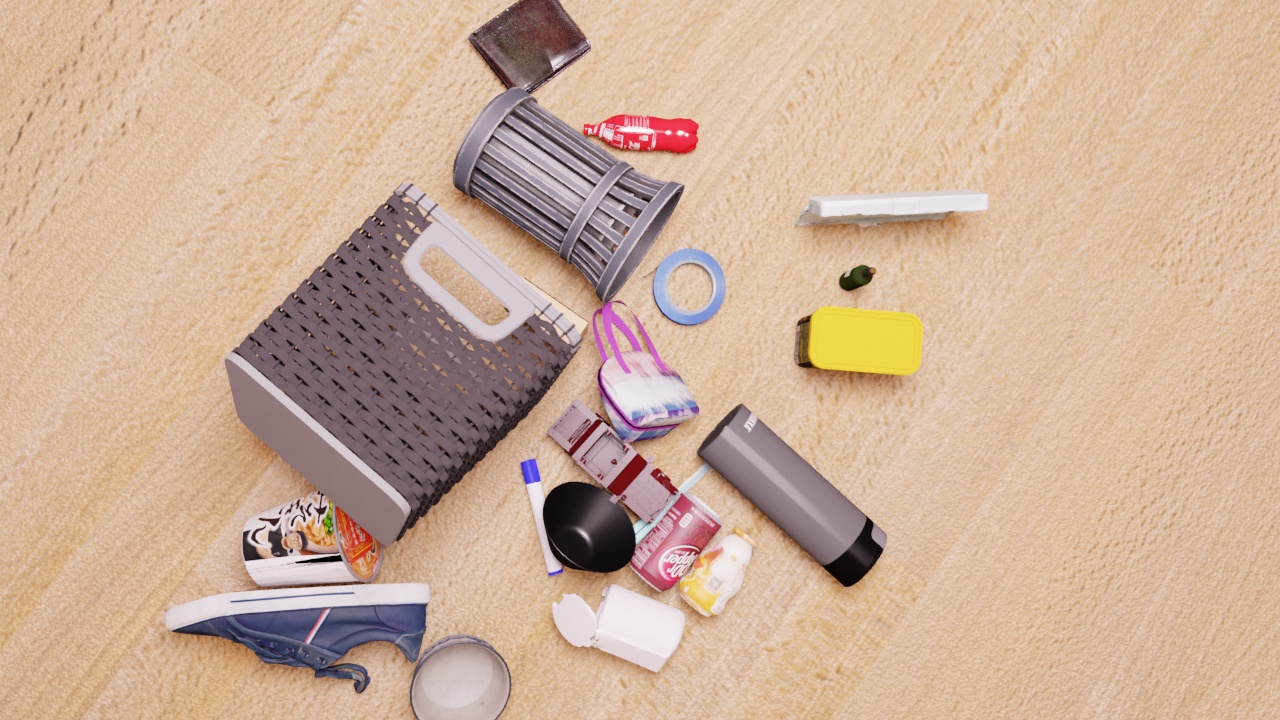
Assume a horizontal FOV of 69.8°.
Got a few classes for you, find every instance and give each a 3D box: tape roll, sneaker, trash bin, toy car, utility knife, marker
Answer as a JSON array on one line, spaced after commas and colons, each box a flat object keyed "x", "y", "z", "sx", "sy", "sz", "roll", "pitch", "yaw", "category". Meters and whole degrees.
[{"x": 0.060, "y": -0.091, "z": 1.140, "sx": 0.091, "sy": 0.016, "sz": 0.093, "roll": -35, "pitch": 90, "yaw": -4, "category": "tape roll"}, {"x": -0.393, "y": 0.323, "z": 1.058, "sx": 0.294, "sy": 0.121, "sz": 0.127, "roll": 1, "pitch": 75, "yaw": -6, "category": "sneaker"}, {"x": -0.089, "y": -0.198, "z": 1.068, "sx": 0.227, "sy": 0.164, "sz": 0.164, "roll": 35, "pitch": 86, "yaw": 2, "category": "trash bin"}, {"x": -0.033, "y": 0.121, "z": 1.101, "sx": 0.170, "sy": 0.062, "sz": 0.070, "roll": 42, "pitch": 86, "yaw": 4, "category": "toy car"}, {"x": 0.026, "y": 0.183, "z": 1.133, "sx": 0.168, "sy": 0.015, "sz": 0.022, "roll": -43, "pitch": 92, "yaw": -7, "category": "utility knife"}, {"x": -0.120, "y": 0.190, "z": 1.119, "sx": 0.020, "sy": 0.020, "sz": 0.141, "roll": -14, "pitch": 89, "yaw": -4, "category": "marker"}]

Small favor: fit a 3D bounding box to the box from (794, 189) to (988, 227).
[{"x": 0.295, "y": -0.184, "z": 1.097, "sx": 0.197, "sy": 0.136, "sz": 0.043, "roll": -2, "pitch": 94, "yaw": -4, "category": "box"}]

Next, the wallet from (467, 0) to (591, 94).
[{"x": -0.136, "y": -0.393, "z": 1.136, "sx": 0.120, "sy": 0.031, "sz": 0.099, "roll": -38, "pitch": 93, "yaw": -6, "category": "wallet"}]

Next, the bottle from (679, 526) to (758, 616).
[{"x": 0.097, "y": 0.253, "z": 1.107, "sx": 0.063, "sy": 0.063, "sz": 0.109, "roll": 38, "pitch": 87, "yaw": -1, "category": "bottle"}]

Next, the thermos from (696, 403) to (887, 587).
[{"x": 0.184, "y": 0.162, "z": 1.106, "sx": 0.240, "sy": 0.082, "sz": 0.082, "roll": 42, "pitch": 86, "yaw": -1, "category": "thermos"}]

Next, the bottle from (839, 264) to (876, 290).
[{"x": 0.265, "y": -0.102, "z": 1.108, "sx": 0.025, "sy": 0.106, "sz": 0.025, "roll": 0, "pitch": 88, "yaw": -4, "category": "bottle"}]

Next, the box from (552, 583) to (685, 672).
[{"x": -0.031, "y": 0.310, "z": 1.086, "sx": 0.161, "sy": 0.081, "sz": 0.091, "roll": 23, "pitch": 45, "yaw": 0, "category": "box"}]

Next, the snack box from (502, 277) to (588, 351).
[{"x": -0.109, "y": -0.049, "z": 1.074, "sx": 0.088, "sy": 0.126, "sz": 0.040, "roll": 35, "pitch": 86, "yaw": -2, "category": "snack box"}]

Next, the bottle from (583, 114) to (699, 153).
[{"x": 0.000, "y": -0.281, "z": 1.131, "sx": 0.141, "sy": 0.042, "sz": 0.042, "roll": 3, "pitch": 88, "yaw": -3, "category": "bottle"}]

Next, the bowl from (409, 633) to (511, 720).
[{"x": -0.214, "y": 0.375, "z": 1.080, "sx": 0.115, "sy": 0.059, "sz": 0.115, "roll": -2, "pitch": 96, "yaw": -17, "category": "bowl"}]

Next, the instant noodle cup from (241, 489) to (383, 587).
[{"x": -0.381, "y": 0.207, "z": 1.061, "sx": 0.122, "sy": 0.123, "sz": 0.123, "roll": -14, "pitch": 89, "yaw": 5, "category": "instant noodle cup"}]

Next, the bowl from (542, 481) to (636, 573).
[{"x": -0.072, "y": 0.210, "z": 1.092, "sx": 0.124, "sy": 0.123, "sz": 0.053, "roll": 37, "pitch": 126, "yaw": -1, "category": "bowl"}]

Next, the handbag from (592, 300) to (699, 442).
[{"x": -0.007, "y": 0.006, "z": 1.096, "sx": 0.068, "sy": 0.144, "sz": 0.170, "roll": -37, "pitch": 68, "yaw": 36, "category": "handbag"}]

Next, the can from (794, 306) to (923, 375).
[{"x": 0.258, "y": -0.021, "z": 1.107, "sx": 0.131, "sy": 0.101, "sz": 0.072, "roll": 5, "pitch": 87, "yaw": -3, "category": "can"}]

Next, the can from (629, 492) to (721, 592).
[{"x": 0.042, "y": 0.218, "z": 1.105, "sx": 0.063, "sy": 0.063, "sz": 0.114, "roll": 40, "pitch": 86, "yaw": -1, "category": "can"}]

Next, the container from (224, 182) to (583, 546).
[{"x": -0.253, "y": 0.018, "z": 0.965, "sx": 0.247, "sy": 0.246, "sz": 0.243, "roll": 41, "pitch": 62, "yaw": -1, "category": "container"}]
